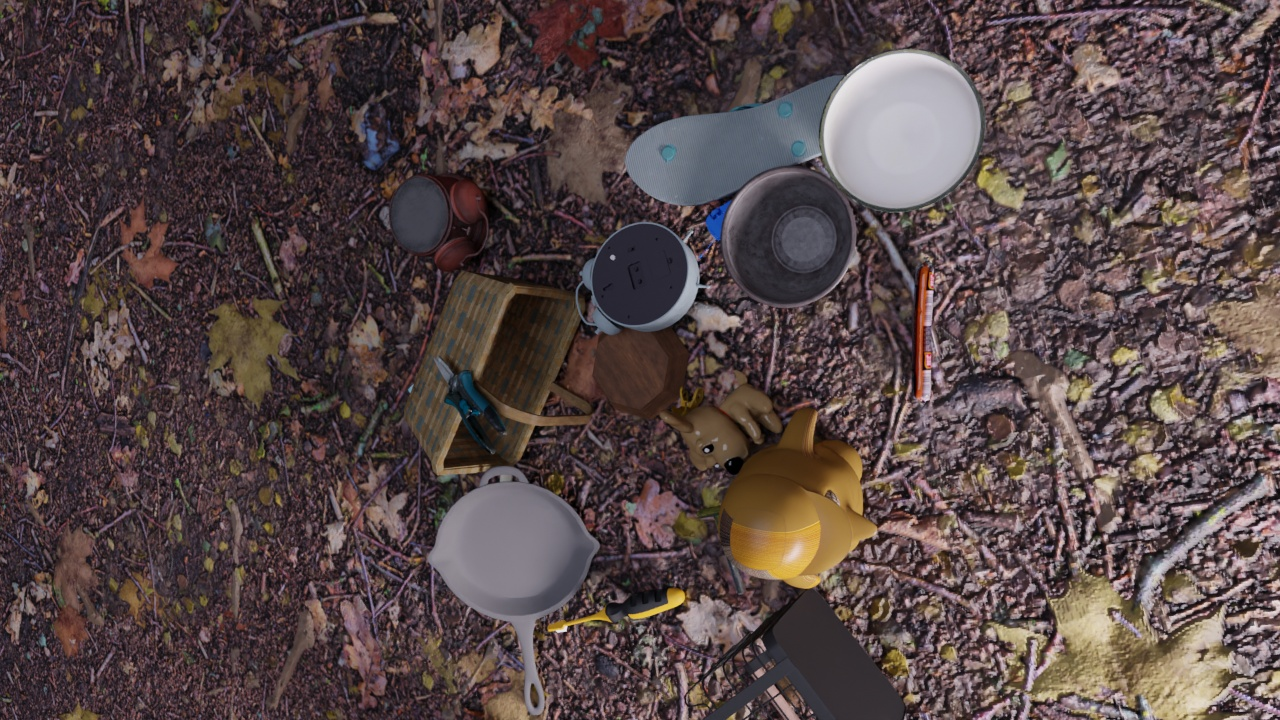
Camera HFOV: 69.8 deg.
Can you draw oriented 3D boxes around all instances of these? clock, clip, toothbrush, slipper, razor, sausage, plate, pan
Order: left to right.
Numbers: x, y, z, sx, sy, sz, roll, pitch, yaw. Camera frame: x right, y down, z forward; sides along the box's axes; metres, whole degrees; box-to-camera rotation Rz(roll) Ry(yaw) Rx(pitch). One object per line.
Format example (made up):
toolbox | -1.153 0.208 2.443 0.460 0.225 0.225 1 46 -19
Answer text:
clock | -0.253 -0.182 1.186 0.158 0.072 0.121 23 105 25
pan | -0.154 0.298 1.180 0.216 0.024 0.355 -5 105 2
toothbrush | -0.033 0.311 1.135 0.197 0.031 0.031 -20 127 24
plate | -0.007 0.007 1.100 0.131 0.025 0.131 3 96 28
clock | -0.005 -0.090 1.063 0.160 0.045 0.122 -22 73 21
clip | 0.062 0.053 1.063 0.039 0.053 0.047 3 66 29
razor | 0.102 0.220 1.066 0.043 0.026 0.106 -17 91 26
slipper | 0.117 -0.233 1.006 0.269 0.054 0.098 -12 91 17
sausage | 0.290 -0.029 0.944 0.020 0.020 0.155 3 96 28

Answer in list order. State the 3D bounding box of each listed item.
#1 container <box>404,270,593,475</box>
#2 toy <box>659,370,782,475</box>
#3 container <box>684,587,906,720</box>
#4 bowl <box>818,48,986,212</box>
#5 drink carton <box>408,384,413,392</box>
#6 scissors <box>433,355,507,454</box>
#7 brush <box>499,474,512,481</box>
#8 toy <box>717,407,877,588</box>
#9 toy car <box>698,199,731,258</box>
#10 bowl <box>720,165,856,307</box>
container | -0.154 0.027 1.100 0.186 0.157 0.250 33 106 30
toy | 0.096 0.073 1.021 0.108 0.134 0.105 -36 53 -1
container | 0.157 0.353 0.933 0.130 0.241 0.163 -42 75 16
bowl | 0.258 -0.222 0.906 0.154 0.072 0.153 2 96 19
drink carton | -0.261 0.074 1.233 0.044 0.038 0.129 -42 76 24
scissors | -0.197 0.050 1.023 0.130 0.019 0.137 -7 80 37
brush | -0.178 0.170 1.214 0.033 0.012 0.218 10 100 27
toy | 0.156 0.155 0.927 0.163 0.203 0.198 2 95 27
toy car | 0.102 -0.154 1.037 0.092 0.062 0.033 -36 77 -5
bowl | 0.164 -0.129 0.973 0.145 0.067 0.145 3 96 27
